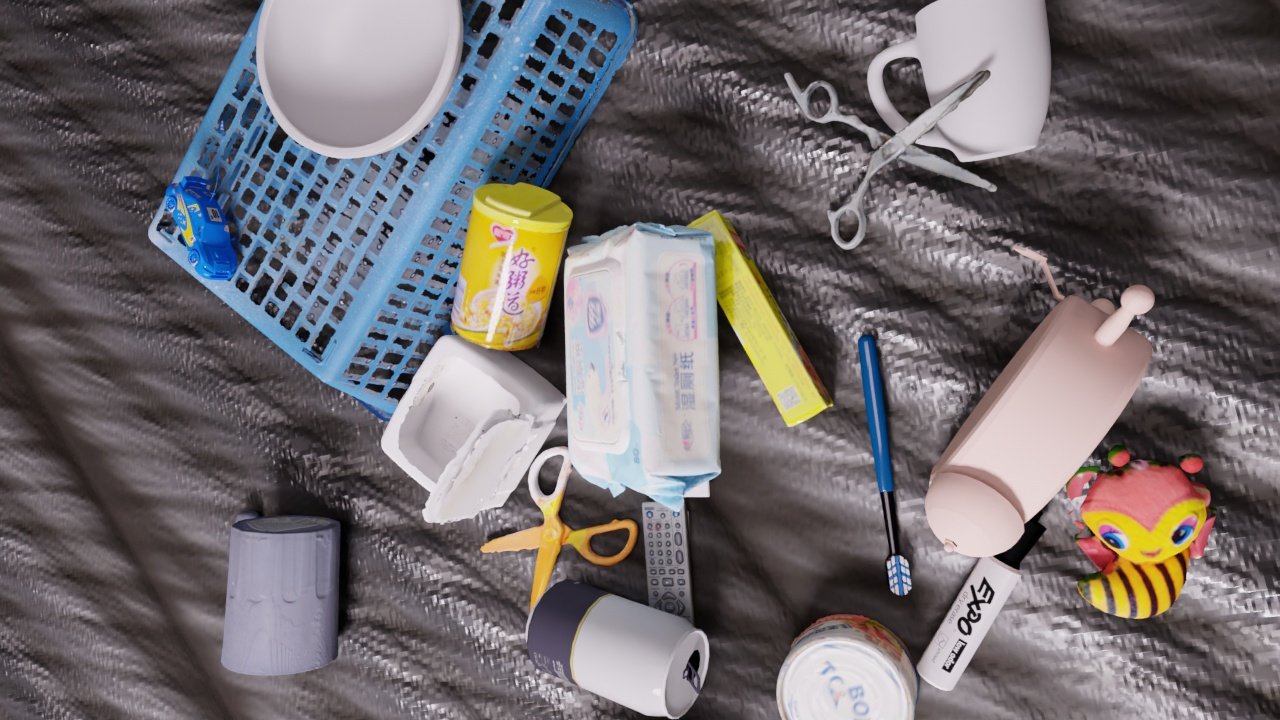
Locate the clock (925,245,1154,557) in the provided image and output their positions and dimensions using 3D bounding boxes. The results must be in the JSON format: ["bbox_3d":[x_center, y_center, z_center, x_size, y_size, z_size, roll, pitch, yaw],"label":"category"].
[{"bbox_3d":[0.209,0.026,0.511,0.086,0.131,0.160,29,100,17],"label":"clock"}]

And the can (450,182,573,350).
[{"bbox_3d":[-0.090,-0.064,0.632,0.068,0.067,0.105,25,117,17],"label":"can"}]

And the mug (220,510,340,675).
[{"bbox_3d":[-0.287,0.176,0.717,0.124,0.083,0.104,3,90,46],"label":"mug"}]

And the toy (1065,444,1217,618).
[{"bbox_3d":[0.289,0.098,0.530,0.084,0.046,0.103,3,102,-3],"label":"toy"}]

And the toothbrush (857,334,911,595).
[{"bbox_3d":[0.156,0.066,0.592,0.014,0.014,0.167,-7,88,7],"label":"toothbrush"}]

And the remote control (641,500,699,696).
[{"bbox_3d":[0.022,0.166,0.638,0.033,0.013,0.136,-5,89,19],"label":"remote control"}]

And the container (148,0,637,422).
[{"bbox_3d":[-0.202,-0.165,0.674,0.257,0.089,0.362,35,101,16],"label":"container"}]

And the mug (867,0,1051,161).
[{"bbox_3d":[0.191,-0.165,0.555,0.107,0.071,0.089,-6,95,36],"label":"mug"}]

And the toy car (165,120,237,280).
[{"bbox_3d":[-0.293,-0.110,0.637,0.062,0.033,0.092,-30,81,24],"label":"toy car"}]

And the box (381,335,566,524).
[{"bbox_3d":[-0.124,0.054,0.625,0.126,0.136,0.109,36,103,16],"label":"box"}]

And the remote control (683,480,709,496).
[{"bbox_3d":[0.032,0.032,0.635,0.028,0.011,0.124,-3,89,19],"label":"remote control"}]

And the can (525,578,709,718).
[{"bbox_3d":[-0.012,0.192,0.610,0.127,0.064,0.064,10,93,32],"label":"can"}]

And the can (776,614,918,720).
[{"bbox_3d":[0.132,0.210,0.585,0.086,0.043,0.086,1,92,19],"label":"can"}]

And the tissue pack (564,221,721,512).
[{"bbox_3d":[-0.004,0.003,0.595,0.112,0.069,0.182,-3,88,58],"label":"tissue pack"}]

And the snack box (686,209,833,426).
[{"bbox_3d":[0.077,-0.028,0.604,0.029,0.040,0.148,-31,80,16],"label":"snack box"}]

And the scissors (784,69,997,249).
[{"bbox_3d":[0.145,-0.138,0.567,0.173,0.014,0.142,53,136,29],"label":"scissors"}]

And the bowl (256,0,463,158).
[{"bbox_3d":[-0.173,-0.201,0.592,0.150,0.043,0.149,0,90,19],"label":"bowl"}]

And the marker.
[{"bbox_3d":[0.212,0.145,0.567,0.025,0.025,0.126,29,99,16],"label":"marker"}]

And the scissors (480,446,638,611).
[{"bbox_3d":[-0.063,0.119,0.668,0.125,0.011,0.127,-15,84,17],"label":"scissors"}]
